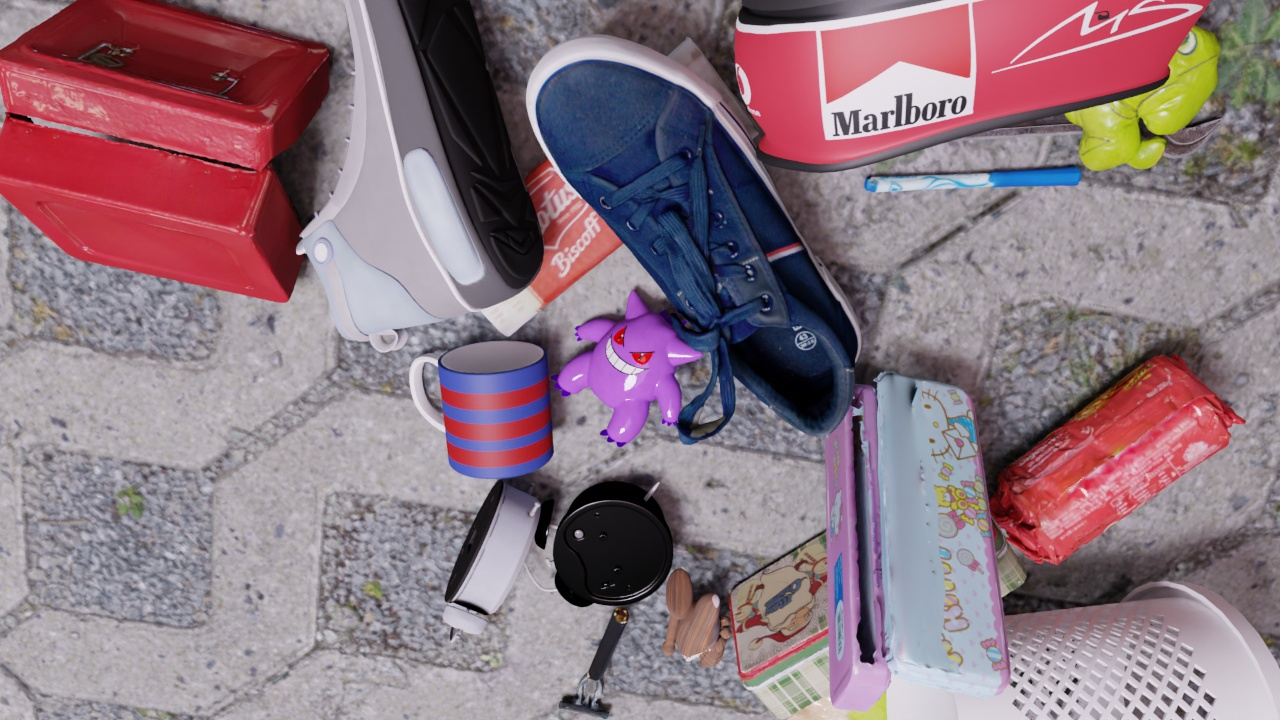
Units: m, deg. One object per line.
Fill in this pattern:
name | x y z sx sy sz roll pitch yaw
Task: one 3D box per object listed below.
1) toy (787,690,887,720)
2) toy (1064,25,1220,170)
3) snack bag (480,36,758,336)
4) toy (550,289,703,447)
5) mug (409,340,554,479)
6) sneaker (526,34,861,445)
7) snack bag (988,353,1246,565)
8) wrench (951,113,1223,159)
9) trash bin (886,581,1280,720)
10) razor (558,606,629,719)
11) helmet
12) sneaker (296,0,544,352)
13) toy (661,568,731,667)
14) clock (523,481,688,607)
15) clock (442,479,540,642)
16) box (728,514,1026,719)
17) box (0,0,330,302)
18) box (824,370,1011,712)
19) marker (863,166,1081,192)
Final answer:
toy | 0.173 0.273 0.737 0.118 0.043 0.092 -10 119 12
toy | 0.315 -0.168 0.573 0.094 0.036 0.094 -20 108 15
snack bag | -0.032 -0.111 0.610 0.225 0.041 0.077 -38 106 11
toy | -0.004 0.004 0.640 0.106 0.055 0.088 44 110 23
mug | -0.117 0.031 0.650 0.112 0.074 0.076 8 111 26
sneaker | 0.036 -0.055 0.547 0.121 0.127 0.294 -31 117 25
snack bag | 0.325 0.072 0.643 0.176 0.082 0.082 -42 103 13
wrench | 0.241 -0.160 0.602 0.273 0.010 0.070 -4 109 3
trash bin | 0.292 0.253 0.638 0.199 0.195 0.196 1 109 -5
razor | -0.031 0.238 0.727 0.043 0.022 0.145 14 128 -5
helmet | 0.172 -0.243 0.474 0.271 0.197 0.225 -14 118 1
sneaker | -0.168 -0.140 0.573 0.161 0.092 0.256 -20 89 25
toy | 0.043 0.201 0.700 0.055 0.041 0.102 5 138 0
clock | -0.032 0.139 0.694 0.121 0.042 0.091 -20 107 8
clock | -0.112 0.148 0.669 0.035 0.094 0.122 25 91 -11
box | 0.160 0.161 0.662 0.206 0.117 0.050 -33 110 13
box | -0.295 -0.116 0.579 0.157 0.151 0.166 15 125 -5
box | 0.174 0.113 0.590 0.093 0.213 0.090 6 143 3
marker | 0.222 -0.120 0.615 0.142 0.013 0.013 -2 109 2
